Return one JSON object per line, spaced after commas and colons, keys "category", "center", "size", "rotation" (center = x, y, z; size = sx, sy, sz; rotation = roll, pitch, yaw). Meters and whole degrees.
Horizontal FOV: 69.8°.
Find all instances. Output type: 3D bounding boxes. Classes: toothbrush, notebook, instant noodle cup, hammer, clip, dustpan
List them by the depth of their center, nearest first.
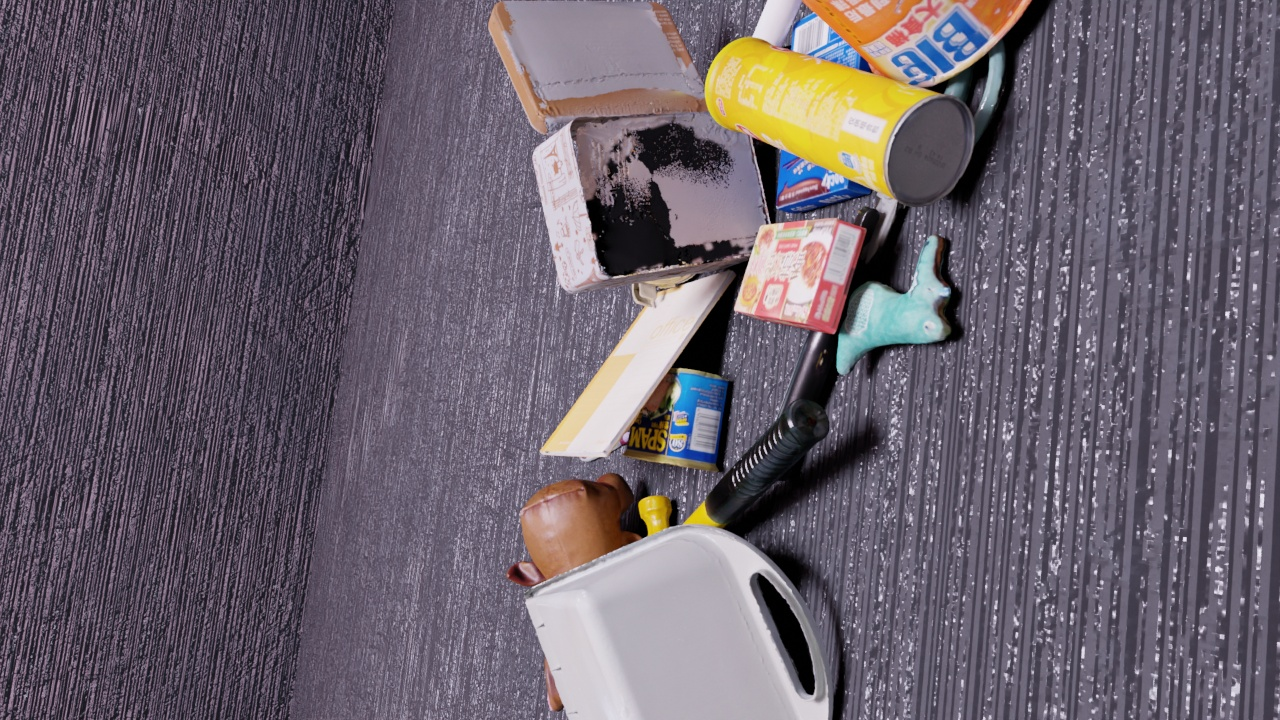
{"category": "instant noodle cup", "center": [0.164, -0.265, 0.579], "size": [0.152, 0.111, 0.151], "rotation": [-36, 43, 43]}
{"category": "toothbrush", "center": [0.131, -0.010, 0.670], "size": [0.027, 0.026, 0.213], "rotation": [-114, 38, -66]}
{"category": "dustpan", "center": [0.028, 0.244, 0.711], "size": [0.222, 0.142, 0.258], "rotation": [67, 159, 15]}
{"category": "hammer", "center": [0.064, 0.116, 0.718], "size": [0.302, 0.032, 0.128], "rotation": [121, 144, -53]}
{"category": "toothbrush", "center": [0.090, -0.230, 0.798], "size": [0.026, 0.026, 0.222], "rotation": [-49, -12, -42]}
{"category": "notebook", "center": [-0.005, 0.005, 0.842], "size": [0.205, 0.010, 0.146], "rotation": [-54, 19, -20]}
{"category": "clip", "center": [0.003, -0.100, 0.936], "size": [0.101, 0.035, 0.096], "rotation": [-142, 71, -71]}
{"category": "toothbrush", "center": [-0.024, 0.083, 0.959], "size": [0.188, 0.017, 0.016], "rotation": [-30, 56, 56]}

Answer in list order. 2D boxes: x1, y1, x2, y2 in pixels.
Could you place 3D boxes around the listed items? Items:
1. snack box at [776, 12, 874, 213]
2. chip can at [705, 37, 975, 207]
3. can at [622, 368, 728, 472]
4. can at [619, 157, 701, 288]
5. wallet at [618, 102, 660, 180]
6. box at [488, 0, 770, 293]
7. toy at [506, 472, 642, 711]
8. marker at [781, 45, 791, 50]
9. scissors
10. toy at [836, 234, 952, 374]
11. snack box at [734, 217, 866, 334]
{"category": "snack box", "center": [0.147, -0.198, 0.709], "size": [0.085, 0.026, 0.157], "rotation": [-3, 79, 61]}
{"category": "chip can", "center": [0.128, -0.171, 0.634], "size": [0.213, 0.072, 0.072], "rotation": [43, 120, 52]}
{"category": "can", "center": [0.031, 0.052, 0.821], "size": [0.102, 0.057, 0.083], "rotation": [-2, 77, 62]}
{"category": "can", "center": [0.018, -0.135, 0.879], "size": [0.076, 0.075, 0.111], "rotation": [-42, 43, 51]}
{"category": "wallet", "center": [-0.001, -0.221, 0.994], "size": [0.107, 0.037, 0.129], "rotation": [-55, 37, 42]}
{"category": "box", "center": [-0.009, -0.196, 0.774], "size": [0.103, 0.178, 0.261], "rotation": [-15, 87, 60]}
{"category": "toy", "center": [-0.048, 0.212, 0.859], "size": [0.140, 0.130, 0.199], "rotation": [-25, 64, 14]}
{"category": "marker", "center": [0.107, -0.267, 0.814], "size": [0.132, 0.022, 0.020], "rotation": [30, 102, 62]}
{"category": "scissors", "center": [0.195, -0.137, 0.609], "size": [0.129, 0.019, 0.185], "rotation": [18, 99, 63]}
{"category": "toy", "center": [0.172, -0.035, 0.609], "size": [0.092, 0.030, 0.096], "rotation": [3, 77, 58]}
{"category": "snack box", "center": [0.115, -0.064, 0.685], "size": [0.153, 0.025, 0.075], "rotation": [-151, 78, -76]}
